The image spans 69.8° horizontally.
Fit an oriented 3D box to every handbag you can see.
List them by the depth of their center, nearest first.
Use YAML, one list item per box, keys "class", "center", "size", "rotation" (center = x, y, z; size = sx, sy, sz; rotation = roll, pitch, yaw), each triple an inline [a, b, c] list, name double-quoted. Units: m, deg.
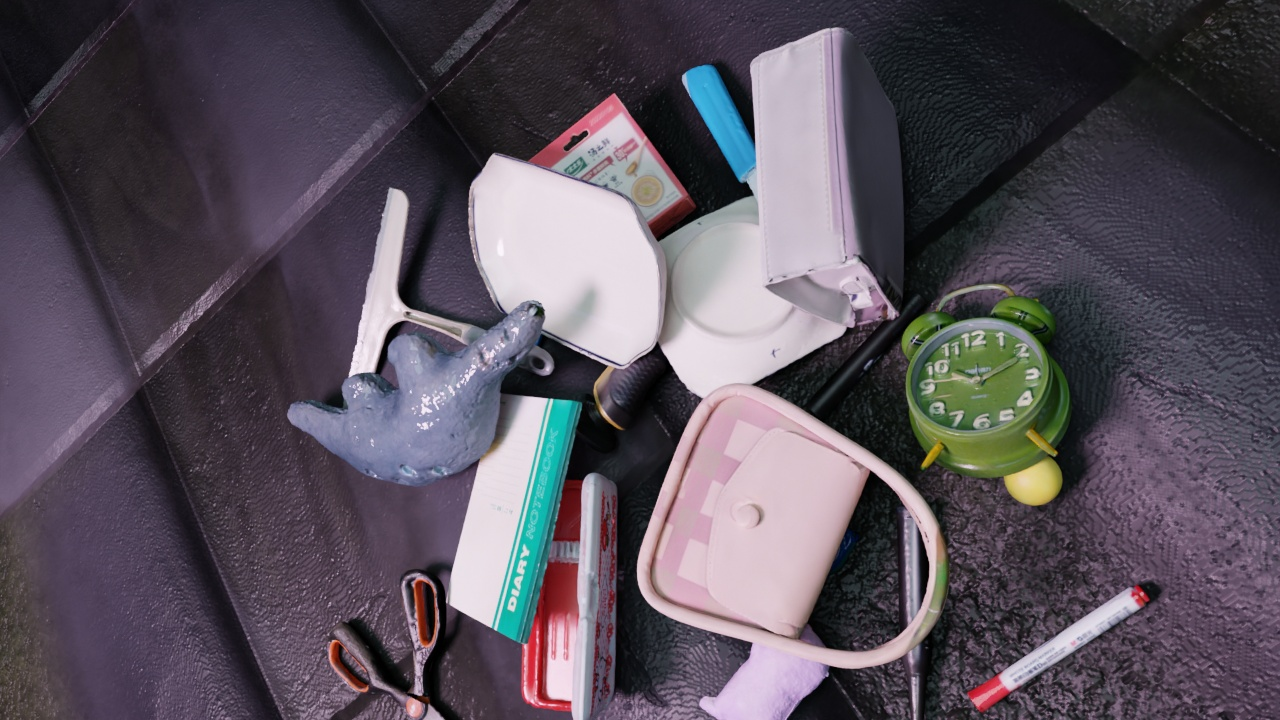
- class: "handbag"
  center: [0.123, 0.137, 0.698]
  size: [0.234, 0.093, 0.193]
  rotation: [21, 90, 39]
- class: "handbag"
  center: [0.153, -0.138, 0.733]
  size: [0.099, 0.144, 0.196]
  rotation: [-12, 69, 37]

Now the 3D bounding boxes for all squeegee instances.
- class: "squeegee"
  center: [-0.178, -0.027, 0.919]
  size: [0.247, 0.039, 0.246]
  rotation: [18, 98, 28]

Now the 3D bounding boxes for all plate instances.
- class: "plate"
  center: [0.082, -0.063, 0.792]
  size: [0.164, 0.034, 0.163]
  rotation: [-30, 68, -1]
- class: "plate"
  center: [-0.066, -0.095, 0.831]
  size: [0.266, 0.034, 0.162]
  rotation: [24, 124, 40]

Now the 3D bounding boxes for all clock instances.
- class: "clock"
  center: [0.258, 0.010, 0.695]
  size: [0.116, 0.056, 0.161]
  rotation: [-10, 54, 27]

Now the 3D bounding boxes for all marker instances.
- class: "marker"
  center: [0.303, 0.210, 0.667]
  size: [0.145, 0.017, 0.017]
  rotation: [-40, 66, 12]
- class: "marker"
  center: [0.186, -0.005, 0.763]
  size: [0.022, 0.020, 0.132]
  rotation: [43, 97, 17]

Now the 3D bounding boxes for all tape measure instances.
- class: "tape measure"
  center: [0.143, 0.148, 0.747]
  size: [0.058, 0.025, 0.054]
  rotation: [33, 94, 36]

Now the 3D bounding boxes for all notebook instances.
- class: "notebook"
  center: [-0.117, 0.135, 0.836]
  size: [0.151, 0.012, 0.209]
  rotation: [2, 77, 54]

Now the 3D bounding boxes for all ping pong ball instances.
- class: "ping pong ball"
  center: [0.293, 0.088, 0.684]
  size: [0.040, 0.040, 0.040]
  rotation: [-5, 77, 23]

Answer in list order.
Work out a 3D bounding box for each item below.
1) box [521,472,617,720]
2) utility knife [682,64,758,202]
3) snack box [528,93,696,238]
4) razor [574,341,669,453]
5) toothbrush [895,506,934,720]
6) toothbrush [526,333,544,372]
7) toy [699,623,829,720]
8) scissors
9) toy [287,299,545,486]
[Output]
- class: "box"
  center: [-0.065, 0.200, 0.788]
  size: [0.113, 0.099, 0.201]
  rotation: [-4, 77, 22]
- class: "utility knife"
  center: [0.087, -0.195, 0.832]
  size: [0.034, 0.018, 0.209]
  rotation: [-28, 59, 12]
- class: "snack box"
  center: [-0.029, -0.164, 0.868]
  size: [0.113, 0.044, 0.127]
  rotation: [-36, 75, 9]
- class: "razor"
  center: [-0.005, 0.005, 0.834]
  size: [0.167, 0.062, 0.067]
  rotation: [-53, 33, 0]
- class: "toothbrush"
  center: [0.212, 0.219, 0.701]
  size: [0.027, 0.026, 0.212]
  rotation: [-7, 76, 35]
- class: "toothbrush"
  center: [-0.078, -0.077, 0.901]
  size: [0.016, 0.014, 0.189]
  rotation: [18, 86, 10]
- class: "toy"
  center: [0.107, 0.258, 0.731]
  size: [0.084, 0.039, 0.108]
  rotation: [35, 88, 28]
- class: "scissors"
  center: [-0.221, 0.306, 0.872]
  size: [0.221, 0.021, 0.230]
  rotation: [14, 91, 28]
- class: "toy"
  center: [-0.210, 0.048, 0.875]
  size: [0.357, 0.091, 0.138]
  rotation: [-23, 90, 33]
